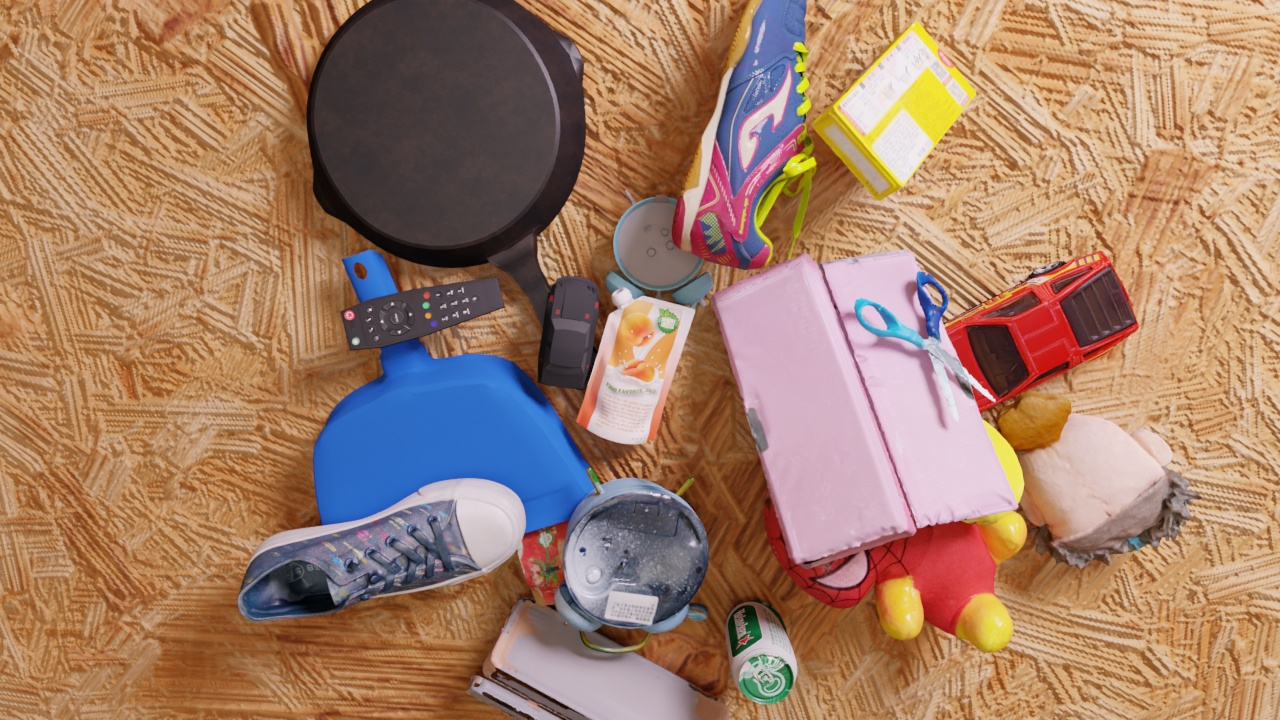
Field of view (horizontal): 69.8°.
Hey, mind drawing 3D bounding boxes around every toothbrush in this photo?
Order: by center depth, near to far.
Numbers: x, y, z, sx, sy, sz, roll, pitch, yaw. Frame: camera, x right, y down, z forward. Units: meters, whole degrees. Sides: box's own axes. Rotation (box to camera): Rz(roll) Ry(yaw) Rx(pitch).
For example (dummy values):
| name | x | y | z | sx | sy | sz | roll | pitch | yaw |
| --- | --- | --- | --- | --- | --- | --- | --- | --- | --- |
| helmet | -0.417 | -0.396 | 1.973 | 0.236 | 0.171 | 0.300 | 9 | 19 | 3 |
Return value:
| name | x | y | z | sx | sy | sz | roll | pitch | yaw |
| --- | --- | --- | --- | --- | --- | --- | --- | --- | --- |
| toothbrush | -0.005 | 0.212 | 0.804 | 0.132 | 0.016 | 0.021 | 9 | 95 | -1 |

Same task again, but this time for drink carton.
| name | x | y | z | sx | sy | sz | roll | pitch | yaw |
| --- | --- | --- | --- | --- | --- | --- | --- | --- | --- |
| drink carton | -0.005 | 0.004 | 0.747 | 0.069 | 0.038 | 0.122 | 14 | 110 | -10 |

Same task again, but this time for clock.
| name | x | y | z | sx | sy | sz | roll | pitch | yaw |
| --- | --- | --- | --- | --- | --- | --- | --- | --- | --- |
| clock | 0.015 | -0.075 | 0.743 | 0.087 | 0.042 | 0.123 | 1 | 98 | 1 |
| clock | -0.010 | 0.168 | 0.745 | 0.118 | 0.060 | 0.162 | 10 | 101 | -13 |

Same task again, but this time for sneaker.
| name | x | y | z | sx | sy | sz | roll | pitch | yaw |
| --- | --- | --- | --- | --- | --- | --- | --- | --- | --- |
| sneaker | 0.101 | -0.185 | 0.695 | 0.091 | 0.116 | 0.241 | 19 | 89 | 7 |
| sneaker | -0.205 | 0.162 | 0.727 | 0.235 | 0.079 | 0.087 | -15 | 107 | 3 |

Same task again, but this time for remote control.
| name | x | y | z | sx | sy | sz | roll | pitch | yaw |
| --- | --- | --- | --- | --- | --- | --- | --- | --- | --- |
| remote control | -0.170 | -0.038 | 0.722 | 0.124 | 0.010 | 0.039 | -14 | 87 | -4 |

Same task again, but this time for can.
| name | x | y | z | sx | sy | sz | roll | pitch | yaw |
| --- | --- | --- | --- | --- | --- | --- | --- | --- | --- |
| can | 0.099 | 0.240 | 0.763 | 0.053 | 0.101 | 0.053 | 0 | 99 | 1 |

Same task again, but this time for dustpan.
| name | x | y | z | sx | sy | sz | roll | pitch | yaw |
| --- | --- | --- | --- | --- | --- | --- | --- | --- | --- |
| dustpan | -0.188 | 0.036 | 0.759 | 0.245 | 0.059 | 0.258 | -18 | 108 | 4 |

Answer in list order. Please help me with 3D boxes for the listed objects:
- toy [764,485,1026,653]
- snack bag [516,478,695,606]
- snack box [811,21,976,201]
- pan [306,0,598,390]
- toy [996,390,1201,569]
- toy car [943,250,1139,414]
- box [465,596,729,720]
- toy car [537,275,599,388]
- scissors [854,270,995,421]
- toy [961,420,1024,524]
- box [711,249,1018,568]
| name | x | y | z | sx | sy | sz | roll | pitch | yaw |
| --- | --- | --- | --- | --- | --- | --- | --- | --- | --- |
| toy | 0.197 | 0.147 | 0.742 | 0.216 | 0.099 | 0.147 | 21 | 61 | -4 |
| snack bag | -0.027 | 0.153 | 0.788 | 0.155 | 0.044 | 0.087 | -17 | 98 | -2 |
| snack box | 0.192 | -0.188 | 0.682 | 0.075 | 0.025 | 0.151 | 47 | 55 | -6 |
| pan | -0.127 | -0.131 | 0.736 | 0.249 | 0.043 | 0.356 | -28 | 98 | 6 |
| toy | 0.357 | 0.092 | 0.748 | 0.133 | 0.076 | 0.176 | -38 | 99 | 21 |
| toy car | 0.300 | -0.014 | 0.742 | 0.189 | 0.056 | 0.081 | -27 | 96 | 8 |
| box | -0.035 | 0.295 | 0.797 | 0.216 | 0.095 | 0.107 | 29 | 75 | -3 |
| toy car | -0.057 | -0.021 | 0.730 | 0.042 | 0.036 | 0.092 | 8 | 106 | -9 |
| scissors | 0.229 | -0.017 | 0.700 | 0.132 | 0.015 | 0.109 | 43 | 58 | 10 |
| toy | 0.254 | 0.082 | 0.713 | 0.095 | 0.041 | 0.094 | 20 | 56 | -8 |
| box | 0.163 | 0.023 | 0.695 | 0.179 | 0.059 | 0.232 | -18 | 65 | 4 |
